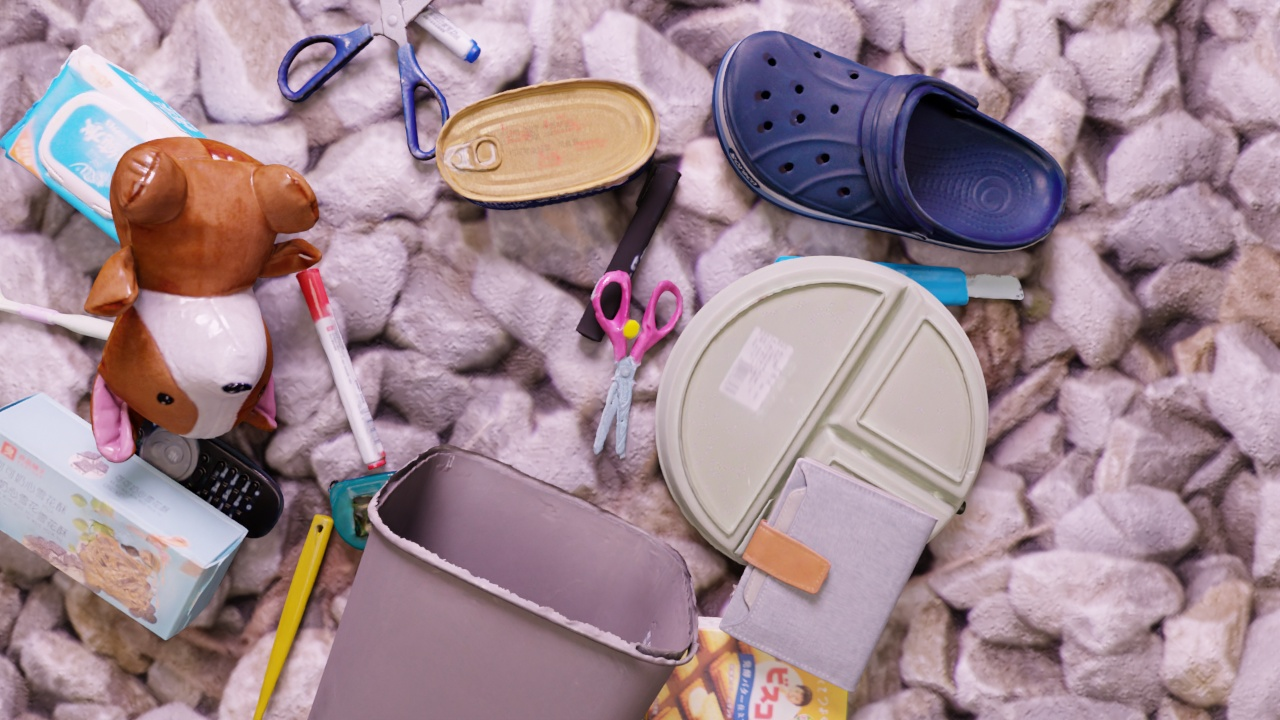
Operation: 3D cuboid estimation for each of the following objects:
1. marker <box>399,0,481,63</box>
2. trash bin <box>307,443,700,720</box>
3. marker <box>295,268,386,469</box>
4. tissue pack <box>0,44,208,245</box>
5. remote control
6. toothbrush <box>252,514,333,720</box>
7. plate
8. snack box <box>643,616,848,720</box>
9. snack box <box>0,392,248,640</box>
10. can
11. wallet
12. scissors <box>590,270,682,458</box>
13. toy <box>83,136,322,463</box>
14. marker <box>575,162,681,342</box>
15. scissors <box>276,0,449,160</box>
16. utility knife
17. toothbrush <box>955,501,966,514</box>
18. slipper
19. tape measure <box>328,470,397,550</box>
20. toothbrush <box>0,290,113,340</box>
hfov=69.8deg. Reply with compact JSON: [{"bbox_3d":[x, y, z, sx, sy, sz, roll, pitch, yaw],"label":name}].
[{"bbox_3d":[-0.170,-0.256,0.632,0.146,0.017,0.017,39,90,-2],"label":"marker"},{"bbox_3d":[-0.097,0.200,0.566,0.198,0.199,0.220,24,97,-1],"label":"trash bin"},{"bbox_3d":[-0.208,0.006,0.639,0.017,0.017,0.145,-19,92,0],"label":"marker"},{"bbox_3d":[-0.342,-0.132,0.610,0.140,0.063,0.090,39,91,-2],"label":"tissue pack"},{"bbox_3d":[-0.306,0.074,0.635,0.136,0.024,0.053,33,97,-1],"label":"remote control"},{"bbox_3d":[-0.250,0.199,0.645,0.015,0.016,0.190,18,90,0],"label":"toothbrush"},{"bbox_3d":[0.124,0.044,0.624,0.230,0.027,0.230,0,97,1],"label":"plate"},{"bbox_3d":[0.074,0.227,0.642,0.140,0.034,0.087,4,92,-3],"label":"snack box"},{"bbox_3d":[-0.358,0.103,0.611,0.175,0.051,0.074,34,114,-2],"label":"snack box"},{"bbox_3d":[-0.061,-0.144,0.620,0.148,0.049,0.074,-12,91,-1],"label":"can"},{"bbox_3d":[0.121,0.139,0.603,0.106,0.037,0.130,24,95,-1],"label":"wallet"},{"bbox_3d":[-0.001,0.006,0.641,0.076,0.017,0.137,-3,103,-26],"label":"scissors"},{"bbox_3d":[-0.266,-0.032,0.563,0.130,0.140,0.200,37,117,38],"label":"toy"},{"bbox_3d":[-0.009,-0.075,0.638,0.022,0.020,0.132,26,91,5],"label":"marker"},{"bbox_3d":[-0.174,-0.218,0.624,0.162,0.012,0.176,-14,99,8],"label":"scissors"},{"bbox_3d":[0.179,-0.053,0.642,0.185,0.018,0.034,2,107,-2],"label":"utility knife"},{"bbox_3d":[0.142,0.074,0.648,0.186,0.012,0.017,21,97,-1],"label":"toothbrush"},{"bbox_3d":[0.166,-0.136,0.604,0.253,0.095,0.105,21,88,-5],"label":"slipper"},{"bbox_3d":[-0.185,0.105,0.638,0.058,0.025,0.054,-10,91,0],"label":"tape measure"},{"bbox_3d":[-0.372,-0.023,0.635,0.189,0.029,0.020,15,133,-2],"label":"toothbrush"}]
